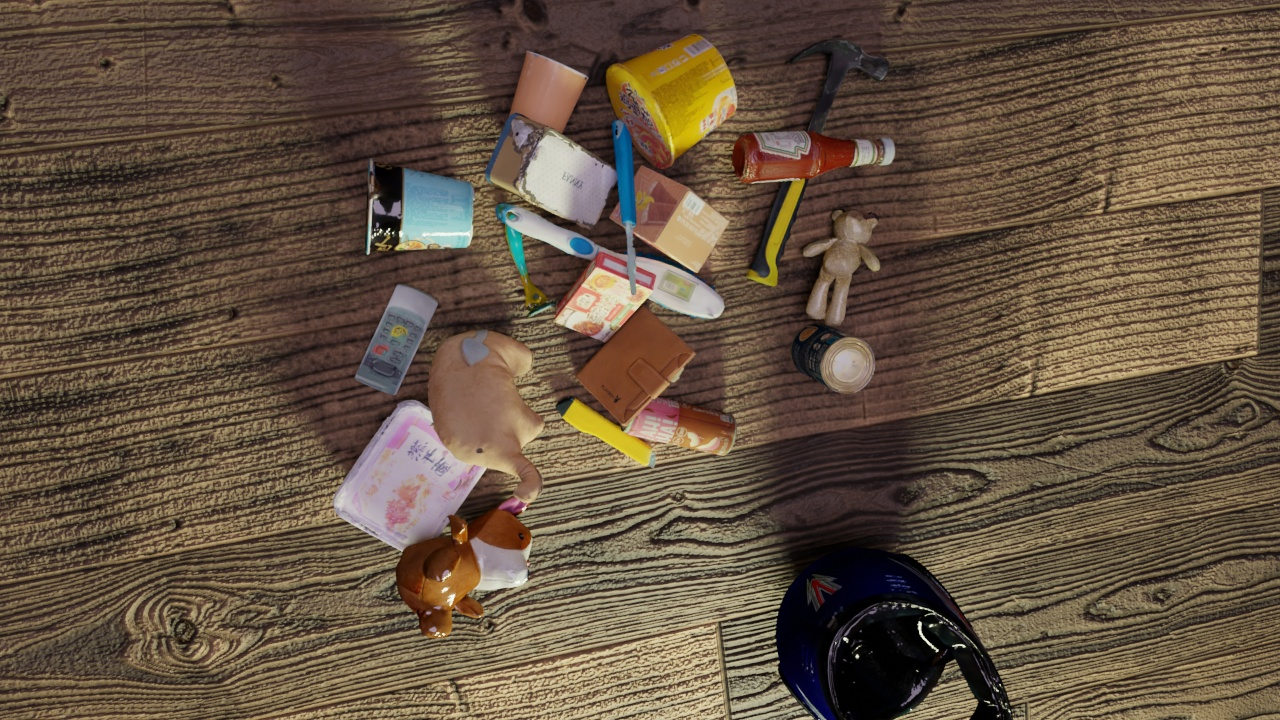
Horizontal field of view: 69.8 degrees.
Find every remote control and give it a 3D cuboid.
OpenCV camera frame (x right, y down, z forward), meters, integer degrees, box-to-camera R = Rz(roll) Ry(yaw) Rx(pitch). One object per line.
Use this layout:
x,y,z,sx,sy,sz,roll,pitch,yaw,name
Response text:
-0.303,-0.027,1.141,0.056,0.019,0.135,25,96,-15,remote control

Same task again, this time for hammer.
0.207,-0.255,1.187,0.126,0.032,0.323,18,98,-14,hammer

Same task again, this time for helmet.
0.326,0.399,1.233,0.247,0.240,0.315,-42,95,-1,helmet

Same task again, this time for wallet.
-0.007,0.007,1.173,0.132,0.031,0.108,-46,62,1,wallet

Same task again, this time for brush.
-0.032,-0.123,1.129,0.314,0.109,0.060,23,97,-12,brush

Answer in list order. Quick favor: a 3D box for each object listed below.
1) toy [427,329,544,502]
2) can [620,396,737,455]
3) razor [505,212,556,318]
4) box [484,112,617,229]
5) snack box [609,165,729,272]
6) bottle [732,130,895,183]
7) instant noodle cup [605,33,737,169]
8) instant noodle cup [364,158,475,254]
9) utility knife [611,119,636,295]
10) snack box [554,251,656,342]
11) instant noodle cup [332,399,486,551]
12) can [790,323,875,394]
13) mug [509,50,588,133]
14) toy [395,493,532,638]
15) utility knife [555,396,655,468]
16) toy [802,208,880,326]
-0.185,0.070,1.110,0.143,0.083,0.225,-6,70,-19,toy
0.051,0.084,1.213,0.147,0.058,0.058,14,98,-14,can
-0.145,-0.121,1.147,0.043,0.028,0.132,-27,110,-29,razor
-0.096,-0.216,1.074,0.061,0.184,0.090,29,94,27,box
0.035,-0.172,1.121,0.092,0.094,0.077,27,96,-47,snack box
0.218,-0.256,1.143,0.206,0.060,0.060,-6,103,-14,bottle
0.041,-0.315,1.095,0.109,0.138,0.138,-34,106,-12,instant noodle cup
-0.259,-0.176,1.079,0.120,0.111,0.111,2,101,-18,instant noodle cup
-0.016,-0.180,1.080,0.018,0.034,0.236,-14,64,19,utility knife
-0.046,-0.075,1.121,0.075,0.153,0.025,22,60,-16,snack box
-0.287,0.143,1.159,0.138,0.060,0.173,34,92,-16,instant noodle cup
0.252,-0.004,1.206,0.075,0.111,0.075,-2,102,-11,can
-0.120,-0.295,1.096,0.078,0.078,0.123,19,103,-14,mug
-0.202,0.251,1.146,0.130,0.199,0.140,23,113,24,toy
-0.043,0.097,1.220,0.164,0.015,0.033,34,99,-17,utility knife
0.264,-0.122,1.206,0.105,0.066,0.157,17,89,31,toy
